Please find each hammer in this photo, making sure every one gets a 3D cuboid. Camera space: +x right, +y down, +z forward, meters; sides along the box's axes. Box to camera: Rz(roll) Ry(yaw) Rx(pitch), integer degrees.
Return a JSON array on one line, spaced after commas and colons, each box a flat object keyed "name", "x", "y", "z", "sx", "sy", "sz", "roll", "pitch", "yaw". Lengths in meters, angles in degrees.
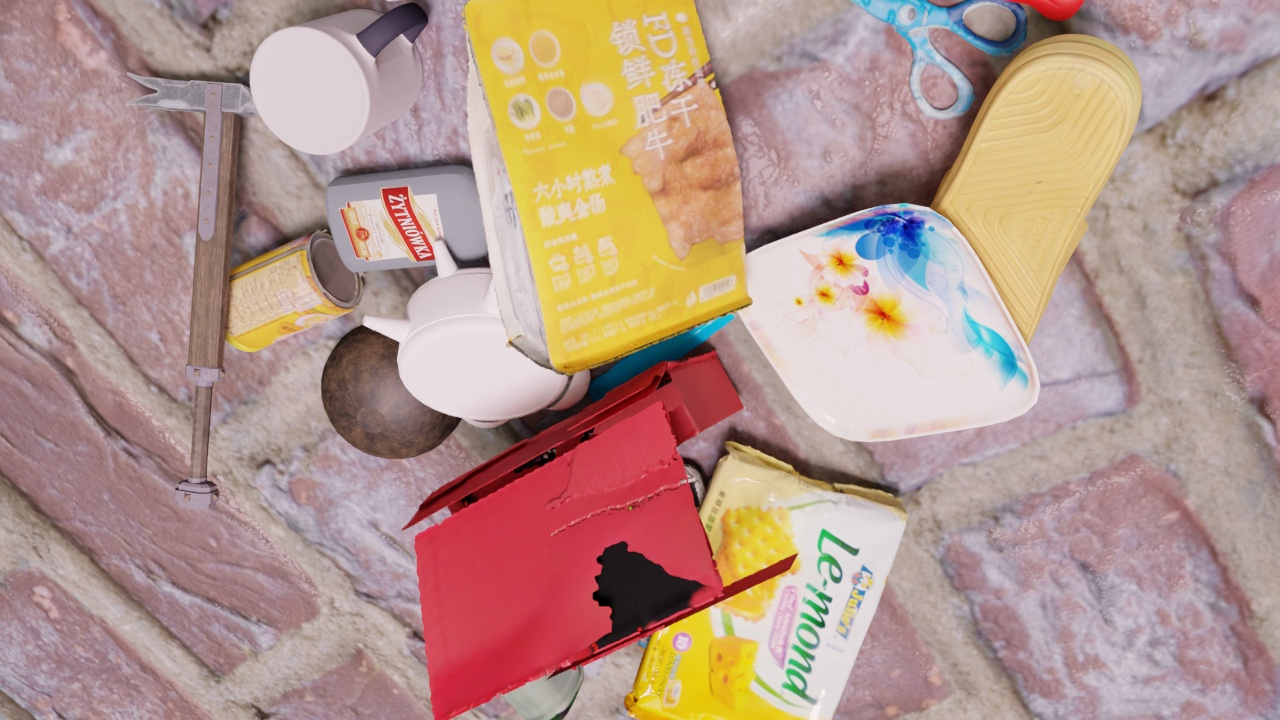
[{"name": "hammer", "x": -0.313, "y": -0.044, "z": 0.674, "sx": 0.147, "sy": 0.028, "sz": 0.317, "roll": 7, "pitch": 95, "yaw": 9}]

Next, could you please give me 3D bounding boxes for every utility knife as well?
[{"name": "utility knife", "x": -0.004, "y": 0.004, "z": 0.728, "sx": 0.210, "sy": 0.015, "sz": 0.031, "roll": -34, "pitch": 104, "yaw": 20}]

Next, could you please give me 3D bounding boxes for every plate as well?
[{"name": "plate", "x": 0.168, "y": -0.022, "z": 0.647, "sx": 0.187, "sy": 0.016, "sz": 0.187, "roll": -16, "pitch": 118, "yaw": 44}]

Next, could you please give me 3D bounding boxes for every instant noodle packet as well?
[{"name": "instant noodle packet", "x": -0.021, "y": -0.124, "z": 0.588, "sx": 0.162, "sy": 0.084, "sz": 0.222, "roll": -21, "pitch": 115, "yaw": -28}]

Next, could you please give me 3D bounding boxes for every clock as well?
[{"name": "clock", "x": -0.115, "y": -0.015, "z": 0.692, "sx": 0.125, "sy": 0.072, "sz": 0.161, "roll": -15, "pitch": 142, "yaw": 16}]

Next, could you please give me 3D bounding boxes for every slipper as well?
[{"name": "slipper", "x": 0.237, "y": -0.092, "z": 0.600, "sx": 0.099, "sy": 0.078, "sz": 0.264, "roll": 23, "pitch": 139, "yaw": 13}]

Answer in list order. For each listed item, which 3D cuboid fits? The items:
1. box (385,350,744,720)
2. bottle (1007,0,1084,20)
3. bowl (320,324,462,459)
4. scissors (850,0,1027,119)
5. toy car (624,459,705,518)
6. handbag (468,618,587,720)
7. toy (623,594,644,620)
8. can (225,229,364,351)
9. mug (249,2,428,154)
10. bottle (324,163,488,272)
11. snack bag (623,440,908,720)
[{"name": "box", "x": -0.050, "y": 0.094, "z": 0.615, "sx": 0.211, "sy": 0.314, "sz": 0.124, "roll": -30, "pitch": 108, "yaw": 19}, {"name": "bottle", "x": 0.210, "y": -0.241, "z": 0.555, "sx": 0.119, "sy": 0.036, "sz": 0.036, "roll": 19, "pitch": 118, "yaw": 0}, {"name": "bowl", "x": -0.210, "y": 0.035, "z": 0.754, "sx": 0.121, "sy": 0.056, "sz": 0.121, "roll": 4, "pitch": 117, "yaw": 7}, {"name": "scissors", "x": 0.182, "y": -0.226, "z": 0.583, "sx": 0.141, "sy": 0.014, "sz": 0.090, "roll": 43, "pitch": 117, "yaw": -11}, {"name": "toy car", "x": -0.001, "y": 0.116, "z": 0.771, "sx": 0.113, "sy": 0.040, "sz": 0.048, "roll": -10, "pitch": 114, "yaw": 15}, {"name": "handbag", "x": -0.108, "y": 0.252, "z": 0.822, "sx": 0.067, "sy": 0.106, "sz": 0.122, "roll": -35, "pitch": 107, "yaw": 20}, {"name": "toy", "x": 0.054, "y": 0.232, "z": 0.812, "sx": 0.124, "sy": 0.096, "sz": 0.131, "roll": 4, "pitch": 136, "yaw": 14}, {"name": "can", "x": -0.276, "y": -0.053, "z": 0.713, "sx": 0.105, "sy": 0.067, "sz": 0.068, "roll": -19, "pitch": 112, "yaw": 17}, {"name": "mug", "x": -0.187, "y": -0.196, "z": 0.608, "sx": 0.112, "sy": 0.096, "sz": 0.078, "roll": -32, "pitch": 108, "yaw": 22}, {"name": "bottle", "x": -0.145, "y": -0.107, "z": 0.676, "sx": 0.161, "sy": 0.046, "sz": 0.072, "roll": -4, "pitch": 116, "yaw": 11}, {"name": "snack bag", "x": 0.096, "y": 0.198, "z": 0.737, "sx": 0.159, "sy": 0.068, "sz": 0.247, "roll": 22, "pitch": 89, "yaw": -6}]
